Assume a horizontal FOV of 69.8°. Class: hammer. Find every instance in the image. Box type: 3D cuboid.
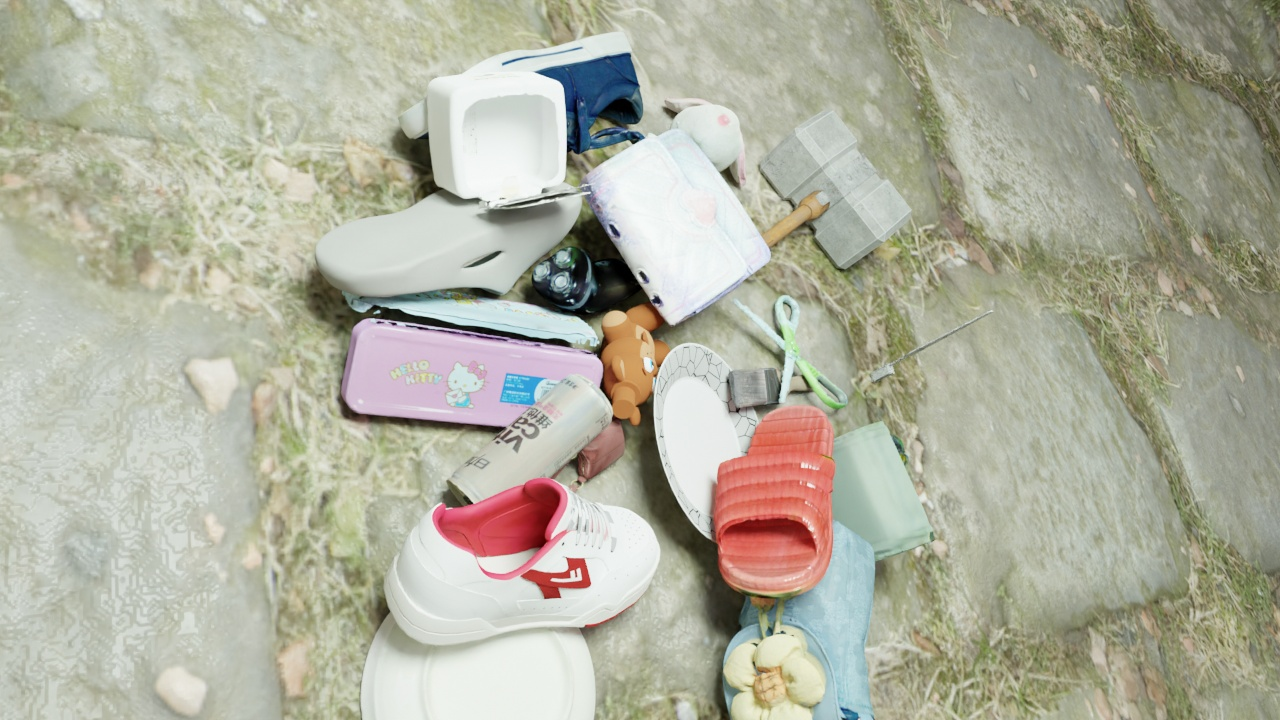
[{"bbox_3d":[0.158,-0.146,1.004,0.162,0.083,0.316,52,50,0],"label":"hammer"}]

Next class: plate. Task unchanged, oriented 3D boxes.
[{"bbox_3d":[0.062,0.077,0.838,0.188,0.016,0.188,31,50,-45],"label":"plate"},{"bbox_3d":[-0.107,0.236,0.664,0.182,0.034,0.182,15,59,-26],"label":"plate"}]

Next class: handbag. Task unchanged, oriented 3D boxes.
[{"bbox_3d":[0.131,0.225,0.765,0.118,0.122,0.191,37,53,-36],"label":"handbag"},{"bbox_3d":[-0.059,0.095,0.766,0.029,0.055,0.119,24,51,30],"label":"handbag"},{"bbox_3d":[0.215,0.132,0.884,0.067,0.106,0.121,-8,71,-39],"label":"handbag"},{"bbox_3d":[0.033,-0.124,0.844,0.126,0.069,0.158,-33,89,-36],"label":"handbag"}]

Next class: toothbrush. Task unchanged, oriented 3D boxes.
[{"bbox_3d":[0.303,-0.012,0.966,0.010,0.182,0.010,0,69,-28],"label":"toothbrush"}]

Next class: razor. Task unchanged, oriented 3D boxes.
[{"bbox_3d":[-0.040,-0.079,0.848,0.053,0.064,0.140,29,27,26],"label":"razor"}]

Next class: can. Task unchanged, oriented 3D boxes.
[{"bbox_3d":[-0.085,0.070,0.728,0.135,0.054,0.054,-41,92,-22],"label":"can"}]

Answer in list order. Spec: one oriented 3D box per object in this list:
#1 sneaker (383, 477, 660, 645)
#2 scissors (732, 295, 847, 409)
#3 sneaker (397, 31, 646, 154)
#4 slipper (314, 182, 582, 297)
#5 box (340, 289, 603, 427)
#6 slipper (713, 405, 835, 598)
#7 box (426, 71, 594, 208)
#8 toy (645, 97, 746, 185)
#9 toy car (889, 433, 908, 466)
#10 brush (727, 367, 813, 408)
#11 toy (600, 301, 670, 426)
[{"bbox_3d":[-0.063,0.132,0.675,0.236,0.104,0.090,3,37,-41],"label":"sneaker"},{"bbox_3d":[0.156,-0.010,0.956,0.171,0.021,0.171,43,40,-17],"label":"scissors"},{"bbox_3d":[-0.093,-0.232,0.883,0.293,0.121,0.127,-30,101,-44],"label":"sneaker"},{"bbox_3d":[-0.154,-0.089,0.778,0.113,0.081,0.265,19,32,26],"label":"slipper"},{"bbox_3d":[-0.144,-0.004,0.769,0.214,0.091,0.092,8,103,-31],"label":"box"},{"bbox_3d":[0.118,0.103,0.796,0.248,0.104,0.059,-68,144,-55],"label":"slipper"},{"bbox_3d":[-0.100,-0.172,0.748,0.109,0.134,0.107,-13,118,-28],"label":"box"},{"bbox_3d":[0.048,-0.223,0.960,0.131,0.106,0.204,47,49,0],"label":"toy"},{"bbox_3d":[0.248,0.125,0.956,0.048,0.032,0.105,25,60,-21],"label":"toy car"},{"bbox_3d":[0.136,0.026,0.927,0.151,0.012,0.039,-1,73,-47],"label":"brush"},{"bbox_3d":[-0.005,0.005,0.812,0.127,0.065,0.095,-88,162,-59],"label":"toy"}]
